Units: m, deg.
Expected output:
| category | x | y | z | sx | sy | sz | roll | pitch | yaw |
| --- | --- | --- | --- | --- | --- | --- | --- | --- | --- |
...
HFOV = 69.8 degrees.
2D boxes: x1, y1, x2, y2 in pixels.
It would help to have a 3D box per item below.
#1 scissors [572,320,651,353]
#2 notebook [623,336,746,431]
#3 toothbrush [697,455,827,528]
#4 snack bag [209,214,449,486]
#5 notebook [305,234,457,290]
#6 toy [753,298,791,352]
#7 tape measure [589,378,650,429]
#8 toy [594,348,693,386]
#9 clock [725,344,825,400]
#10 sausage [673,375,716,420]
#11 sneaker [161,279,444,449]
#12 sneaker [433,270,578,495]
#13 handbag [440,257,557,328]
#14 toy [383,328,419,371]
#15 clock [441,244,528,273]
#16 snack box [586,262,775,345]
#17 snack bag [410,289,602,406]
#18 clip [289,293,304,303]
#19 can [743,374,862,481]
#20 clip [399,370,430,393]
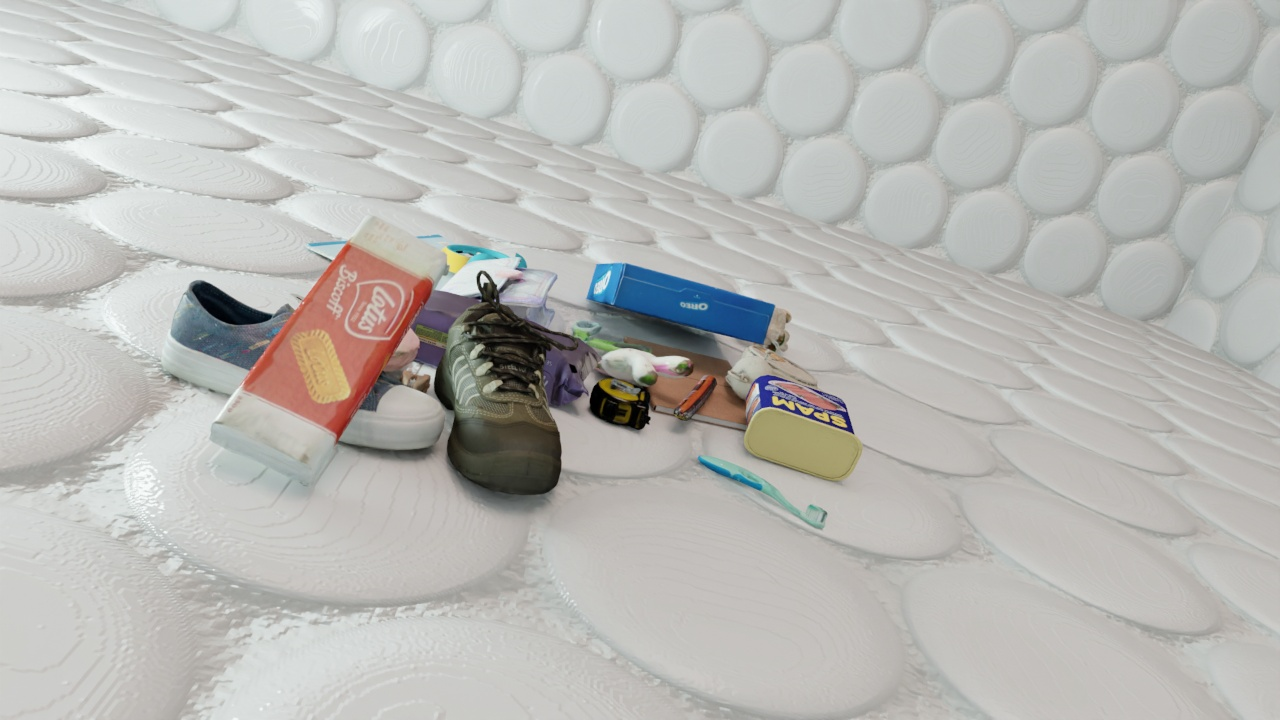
| category | x | y | z | sx | sy | sz | roll | pitch | yaw |
| --- | --- | --- | --- | --- | --- | --- | --- | --- | --- |
| scissors | -0.072 | -0.025 | 1.086 | 0.171 | 0.023 | 0.172 | 11 | 21 | -10 |
| notebook | 0.062 | 0.027 | 1.074 | 0.141 | 0.008 | 0.209 | 13 | 19 | -15 |
| toothbrush | 0.111 | 0.116 | 0.844 | 0.135 | 0.017 | 0.022 | 27 | 23 | 25 |
| snack bag | -0.223 | -0.016 | 0.685 | 0.077 | 0.041 | 0.224 | 27 | 53 | -7 |
| notebook | -0.276 | -0.124 | 1.192 | 0.181 | 0.009 | 0.252 | 26 | 20 | 22 |
| toy | 0.186 | -0.038 | 1.309 | 0.085 | 0.074 | 0.106 | 26 | 19 | -18 |
| tape measure | -0.019 | 0.040 | 0.916 | 0.061 | 0.034 | 0.061 | 14 | 17 | -5 |
| toy | -0.006 | 0.006 | 0.988 | 0.079 | 0.038 | 0.123 | -2 | 6 | -43 |
| clock | 0.147 | 0.019 | 1.059 | 0.103 | 0.061 | 0.156 | 36 | 15 | 32 |
| sausage | 0.061 | 0.039 | 0.987 | 0.020 | 0.020 | 0.155 | 21 | 18 | 10 |
| sneaker | -0.262 | 0.000 | 0.729 | 0.235 | 0.079 | 0.087 | 19 | 19 | 4 |
| sneaker | -0.104 | 0.005 | 0.763 | 0.101 | 0.143 | 0.238 | 9 | 20 | -26 |
| handbag | -0.166 | -0.071 | 1.045 | 0.126 | 0.069 | 0.158 | 9 | 20 | 2 |
| toy | -0.261 | -0.014 | 0.824 | 0.108 | 0.053 | 0.104 | 23 | 30 | 6 |
| clock | -0.199 | -0.123 | 1.181 | 0.130 | 0.044 | 0.099 | 22 | 17 | 28 |
| snack box | 0.043 | -0.077 | 1.190 | 0.195 | 0.056 | 0.239 | 14 | 2 | -11 |
| snack bag | -0.142 | -0.016 | 0.925 | 0.205 | 0.058 | 0.096 | 17 | 17 | 0 |
| clip | -0.317 | -0.049 | 0.893 | 0.102 | 0.045 | 0.055 | 32 | 10 | 38 |
| can | 0.166 | 0.067 | 0.959 | 0.116 | 0.057 | 0.092 | 19 | 24 | -3 |
| clip | -0.205 | 0.021 | 0.813 | 0.052 | 0.026 | 0.058 | 26 | 19 | 27 |
